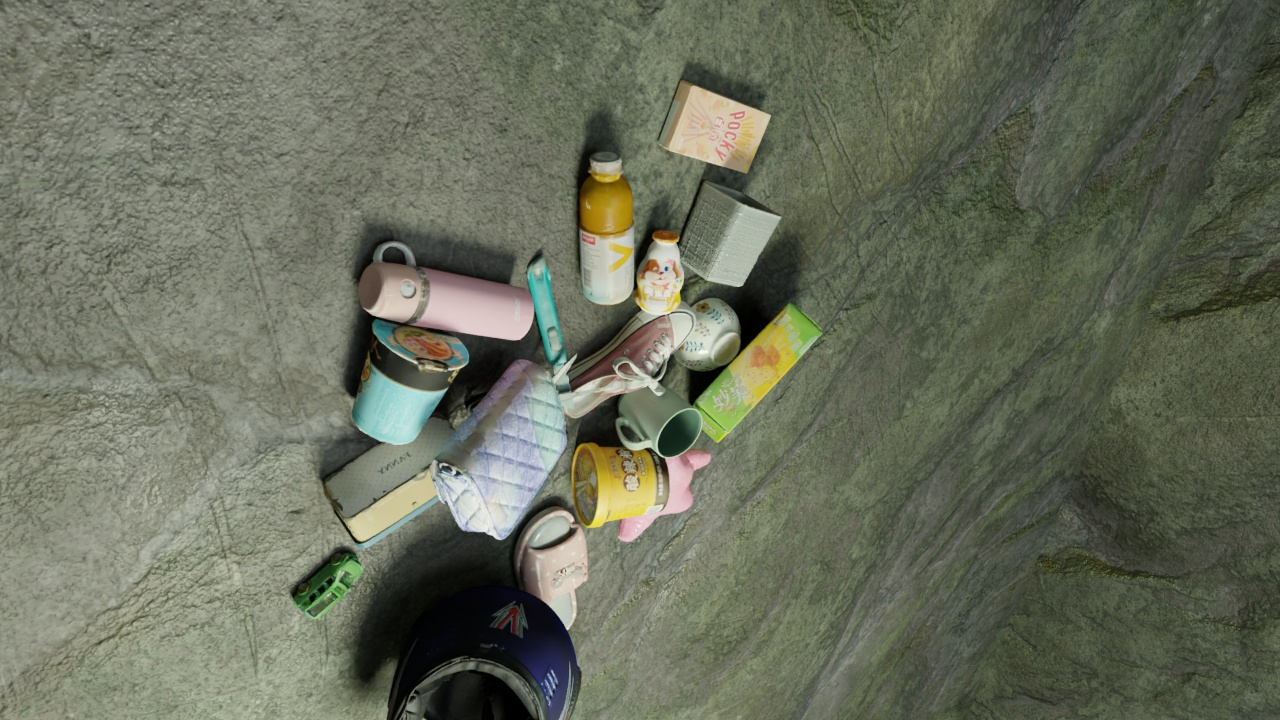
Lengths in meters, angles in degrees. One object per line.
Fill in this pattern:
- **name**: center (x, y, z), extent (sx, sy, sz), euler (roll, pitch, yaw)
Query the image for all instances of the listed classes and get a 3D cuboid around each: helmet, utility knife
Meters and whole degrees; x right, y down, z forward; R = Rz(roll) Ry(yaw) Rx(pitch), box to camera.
- **helmet**: center (-0.219, 0.463, 1.265), extent (0.247, 0.240, 0.316), euler (21, 101, -2)
- **utility knife**: center (-0.111, -0.030, 1.164), extent (0.029, 0.013, 0.217), euler (-15, 118, -8)

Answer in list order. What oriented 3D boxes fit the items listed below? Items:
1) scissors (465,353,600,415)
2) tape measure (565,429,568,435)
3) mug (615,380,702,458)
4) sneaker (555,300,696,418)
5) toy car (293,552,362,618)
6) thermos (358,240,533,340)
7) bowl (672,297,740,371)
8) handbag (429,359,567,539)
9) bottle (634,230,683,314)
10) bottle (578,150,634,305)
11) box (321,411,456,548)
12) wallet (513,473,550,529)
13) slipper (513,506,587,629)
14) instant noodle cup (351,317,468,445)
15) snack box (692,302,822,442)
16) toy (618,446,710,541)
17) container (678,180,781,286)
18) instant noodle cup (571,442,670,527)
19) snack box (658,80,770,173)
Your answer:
- **scissors**: center (-0.142, 0.055, 1.186), extent (0.159, 0.014, 0.181), euler (16, 118, -30)
- **tape measure**: center (-0.133, 0.113, 1.255), extent (0.057, 0.039, 0.057), euler (3, 115, -49)
- **mug**: center (0.013, 0.085, 1.317), extent (0.111, 0.106, 0.082), euler (-30, 135, -24)
- **sneaker**: center (-0.007, 0.007, 1.258), extent (0.240, 0.088, 0.118), euler (-35, 136, -18)
- **toy car**: center (-0.387, 0.281, 1.144), extent (0.091, 0.036, 0.043), euler (-46, 137, -14)
- **thermos**: center (-0.216, -0.076, 1.035), extent (0.198, 0.067, 0.087), euler (10, 79, -44)
- **bowl**: center (0.108, -0.030, 1.359), extent (0.113, 0.062, 0.114), euler (-22, 130, -29)
- **handbag**: center (-0.164, 0.106, 1.087), extent (0.193, 0.076, 0.134), euler (-57, 145, -45)
- **bottle**: center (0.027, -0.117, 1.222), extent (0.063, 0.063, 0.109), euler (-16, 127, -35)
- **bottle**: center (-0.042, -0.161, 1.125), extent (0.067, 0.068, 0.190), euler (-23, 131, -30)
- **box**: center (-0.291, 0.143, 1.095), extent (0.184, 0.090, 0.060), euler (-33, 137, -18)
- **wallet**: center (-0.186, 0.182, 1.272), extent (0.097, 0.019, 0.120), euler (-54, 141, 1)
- **slipper**: center (-0.132, 0.337, 1.401), extent (0.114, 0.054, 0.275), euler (-21, 131, -30)
- **instant noodle cup**: center (-0.267, 0.026, 1.029), extent (0.111, 0.111, 0.121), euler (8, 119, -45)
- **snack box**: center (0.169, 0.022, 1.389), extent (0.210, 0.070, 0.158), euler (-45, 173, -8)
- **toy**: center (0.026, 0.203, 1.434), extent (0.194, 0.074, 0.178), euler (-49, 131, 1)
- **container**: center (0.115, -0.169, 1.249), extent (0.090, 0.090, 0.114), euler (7, 116, -44)
- **instant noodle cup**: center (-0.027, 0.175, 1.313), extent (0.114, 0.118, 0.119), euler (-1, 119, -22)
- **snack box**: center (0.098, -0.300, 1.187), extent (0.157, 0.026, 0.084), euler (4, 115, -43)
